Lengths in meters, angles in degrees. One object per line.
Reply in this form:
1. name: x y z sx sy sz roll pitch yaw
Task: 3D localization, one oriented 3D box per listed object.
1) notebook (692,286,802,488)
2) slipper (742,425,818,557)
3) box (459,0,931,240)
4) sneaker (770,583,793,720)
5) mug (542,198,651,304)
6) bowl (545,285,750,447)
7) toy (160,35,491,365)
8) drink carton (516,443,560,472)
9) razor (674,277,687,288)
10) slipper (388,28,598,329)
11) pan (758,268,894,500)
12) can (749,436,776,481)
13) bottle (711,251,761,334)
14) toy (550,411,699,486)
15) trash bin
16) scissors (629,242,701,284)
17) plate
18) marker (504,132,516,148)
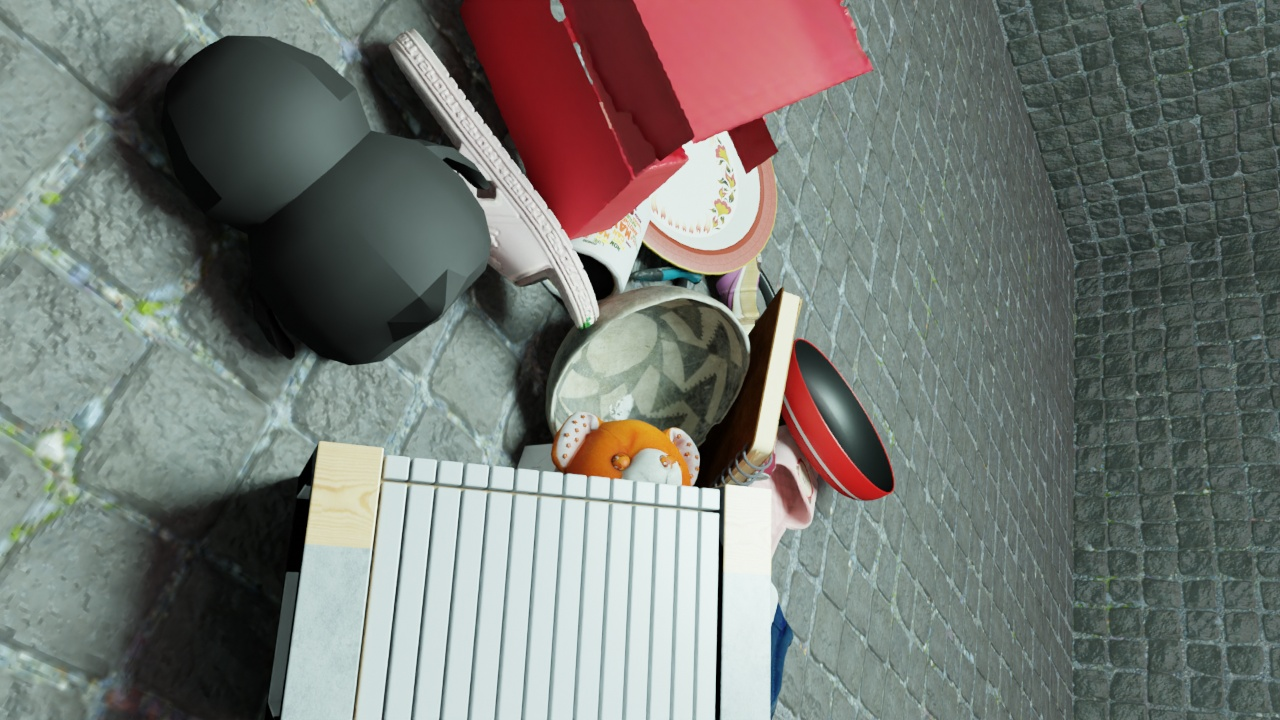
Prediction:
1. notebook: 0.083 0.059 0.827 0.024 0.226 0.167 19 59 -5
2. slipper: 0.156 0.147 1.025 0.220 0.056 0.107 -43 117 -52
3. box: 0.004 -0.233 0.615 0.121 0.319 0.211 -17 82 -54
4. sneaker: 0.078 0.335 0.832 0.127 0.121 0.293 57 37 -13
5. mug: -0.037 -0.093 0.784 0.105 0.073 0.089 81 23 -53
6. bowl: -0.005 0.004 0.764 0.178 0.178 0.081 39 9 -45
7. toy: -0.178 -0.094 0.510 0.159 0.140 0.184 -43 113 -8
8. drink carton: -0.074 0.126 0.704 0.058 0.040 0.122 48 46 -40
9. razor: 0.045 -0.081 0.942 0.043 0.022 0.144 110 -15 -65
10. slipper: -0.114 -0.115 0.646 0.239 0.064 0.094 56 -6 -6
11. pan: 0.186 0.012 1.074 0.356 0.067 0.208 53 22 -9
12. can: 0.112 0.067 0.970 0.063 0.063 0.114 27 62 -51
13. bottle: 0.103 -0.098 0.993 0.059 0.060 0.166 -5 88 -56
14. toy: -0.004 0.125 0.682 0.163 0.093 0.172 13 67 -29
15. trash bin: -0.069 0.140 0.519 0.246 0.143 0.142 9 74 -22
16. scissors: 0.030 -0.102 0.900 0.148 0.019 0.122 39 44 -24
17. plate: 0.045 -0.193 0.917 0.229 0.021 0.229 11 71 -33
18. marker: -0.081 -0.215 0.787 0.022 0.016 0.138 40 45 -4
